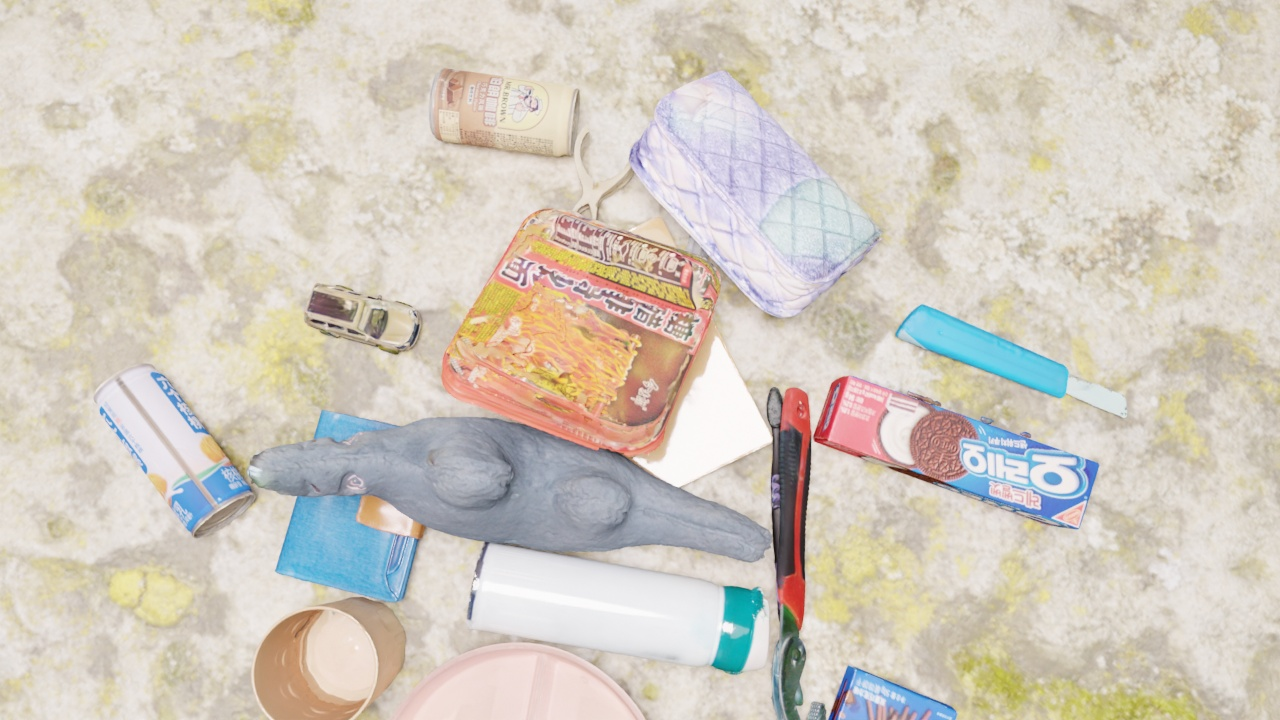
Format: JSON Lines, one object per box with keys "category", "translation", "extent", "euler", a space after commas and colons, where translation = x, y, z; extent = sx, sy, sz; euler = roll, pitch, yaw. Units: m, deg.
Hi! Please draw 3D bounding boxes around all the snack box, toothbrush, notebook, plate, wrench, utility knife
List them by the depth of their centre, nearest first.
{"category": "plate", "translation": [-0.088, 0.322, 0.663], "extent": [0.230, 0.028, 0.229], "euler": [-3, 75, 11]}
{"category": "snack box", "translation": [0.171, 0.321, 0.692], "extent": [0.084, 0.026, 0.157], "euler": [23, 81, 1]}
{"category": "wrench", "translation": [0.121, 0.155, 0.710], "extent": [0.056, 0.016, 0.273], "euler": [11, 75, -44]}
{"category": "snack box", "translation": [0.246, 0.071, 0.720], "extent": [0.207, 0.057, 0.058], "euler": [19, 84, 1]}
{"category": "toothbrush", "translation": [0.110, 0.115, 0.730], "extent": [0.014, 0.017, 0.189], "euler": [-2, 82, 8]}
{"category": "notebook", "translation": [-0.004, 0.004, 0.741], "extent": [0.148, 0.008, 0.207], "euler": [-26, 82, 0]}
{"category": "utility knife", "translation": [0.308, 0.003, 0.752], "extent": [0.199, 0.018, 0.034], "euler": [23, 93, 2]}

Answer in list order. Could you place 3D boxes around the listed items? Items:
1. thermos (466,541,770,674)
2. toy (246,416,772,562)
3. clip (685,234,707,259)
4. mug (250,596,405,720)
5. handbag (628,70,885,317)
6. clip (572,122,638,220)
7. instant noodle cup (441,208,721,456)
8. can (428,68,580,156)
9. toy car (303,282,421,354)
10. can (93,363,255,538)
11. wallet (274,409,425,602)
{"category": "thermos", "translation": [-0.013, 0.189, 0.690], "extent": [0.224, 0.073, 0.073], "euler": [10, 81, 0]}
{"category": "toy", "translation": [-0.088, 0.093, 0.661], "extent": [0.356, 0.138, 0.091], "euler": [11, 92, -14]}
{"category": "clip", "translation": [0.049, -0.099, 0.761], "extent": [0.025, 0.031, 0.057], "euler": [16, 85, 5]}
{"category": "mug", "translation": [-0.218, 0.234, 0.656], "extent": [0.084, 0.103, 0.124], "euler": [0, 81, -2]}
{"category": "handbag", "translation": [0.089, -0.133, 0.725], "extent": [0.194, 0.076, 0.133], "euler": [49, 50, 6]}
{"category": "clip", "translation": [-0.025, -0.144, 0.759], "extent": [0.092, 0.035, 0.103], "euler": [-4, 85, -1]}
{"category": "instant noodle cup", "translation": [-0.040, -0.014, 0.680], "extent": [0.164, 0.079, 0.188], "euler": [21, 56, 7]}
{"category": "can", "translation": [-0.110, -0.203, 0.753], "extent": [0.116, 0.058, 0.058], "euler": [8, 81, -1]}
{"category": "toy car", "translation": [-0.222, -0.034, 0.735], "extent": [0.090, 0.035, 0.042], "euler": [16, 82, -1]}
{"category": "can", "translation": [-0.358, 0.068, 0.705], "extent": [0.053, 0.053, 0.134], "euler": [-39, 84, -7]}
{"category": "wallet", "translation": [-0.216, 0.112, 0.711], "extent": [0.106, 0.040, 0.133], "euler": [13, 81, 5]}
